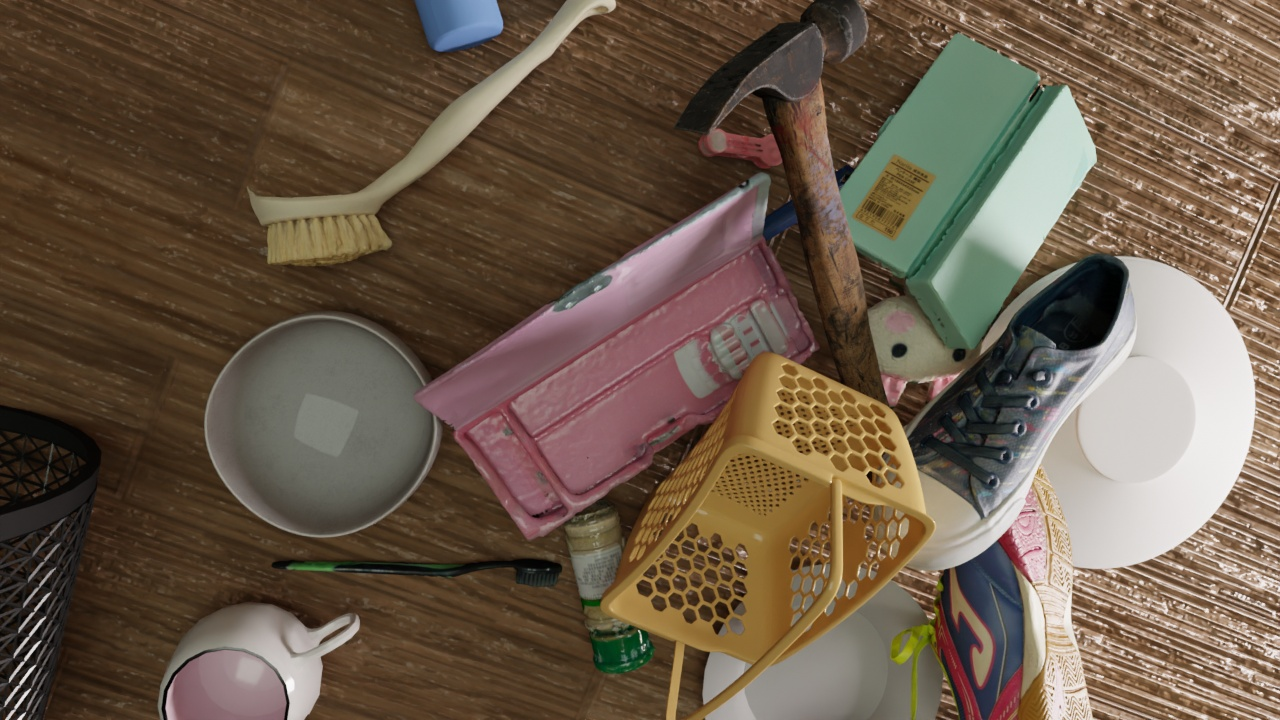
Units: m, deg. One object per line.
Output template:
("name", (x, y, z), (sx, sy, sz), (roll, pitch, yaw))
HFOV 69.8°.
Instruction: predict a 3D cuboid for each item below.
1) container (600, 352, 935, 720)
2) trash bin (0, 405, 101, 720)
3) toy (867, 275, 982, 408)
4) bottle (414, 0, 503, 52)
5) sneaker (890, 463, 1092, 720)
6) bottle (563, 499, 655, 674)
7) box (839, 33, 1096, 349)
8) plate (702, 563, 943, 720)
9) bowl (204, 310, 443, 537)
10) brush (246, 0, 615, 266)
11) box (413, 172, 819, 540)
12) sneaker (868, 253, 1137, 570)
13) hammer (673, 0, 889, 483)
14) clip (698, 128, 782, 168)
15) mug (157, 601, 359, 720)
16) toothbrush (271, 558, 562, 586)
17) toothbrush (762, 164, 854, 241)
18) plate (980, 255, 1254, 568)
("container", (0.069, 0.113, 0.527), (0.129, 0.166, 0.184), (25, 131, -9))
("trash bin", (-0.419, 0.164, 0.484), (0.217, 0.217, 0.243), (9, 100, -8))
("toy", (0.189, -0.018, 0.622), (0.087, 0.050, 0.112), (6, 100, -8))
("bottle", (-0.125, -0.259, 0.556), (0.048, 0.048, 0.131), (-18, 97, -6))
("sneaker", (0.226, 0.156, 0.613), (0.116, 0.091, 0.241), (8, 72, -37))
("bottle", (-0.022, 0.150, 0.610), (0.042, 0.042, 0.110), (-14, 96, -6))
("box", (0.214, -0.116, 0.597), (0.138, 0.056, 0.186), (41, 72, -12))
("plate", (0.127, 0.225, 0.647), (0.172, 0.019, 0.173), (-1, 95, -7))
("bowl", (-0.190, 0.036, 0.566), (0.131, 0.064, 0.132), (-1, 95, -7))
("brush", (-0.122, -0.146, 0.569), (0.272, 0.062, 0.077), (-39, 115, -7))
("box", (-0.011, -0.007, 0.566), (0.233, 0.075, 0.173), (-32, 135, -6))
("sneaker", (0.222, 0.023, 0.564), (0.235, 0.087, 0.079), (-45, 143, -14))
("hammer", (0.114, -0.031, 0.543), (0.119, 0.033, 0.330), (-39, 128, -22))
("clip", (0.066, -0.142, 0.612), (0.059, 0.041, 0.023), (8, 97, -19))
("mug", (-0.229, 0.189, 0.568), (0.124, 0.076, 0.090), (-27, 98, -4))
("toothbrush", (-0.146, 0.140, 0.607), (0.188, 0.014, 0.017), (3, 102, -7))
("toothbrush", (0.066, -0.075, 0.613), (0.190, 0.017, 0.016), (-33, 101, -3))
("plate", (0.344, 0.041, 0.653), (0.229, 0.030, 0.229), (-1, 95, -7))
